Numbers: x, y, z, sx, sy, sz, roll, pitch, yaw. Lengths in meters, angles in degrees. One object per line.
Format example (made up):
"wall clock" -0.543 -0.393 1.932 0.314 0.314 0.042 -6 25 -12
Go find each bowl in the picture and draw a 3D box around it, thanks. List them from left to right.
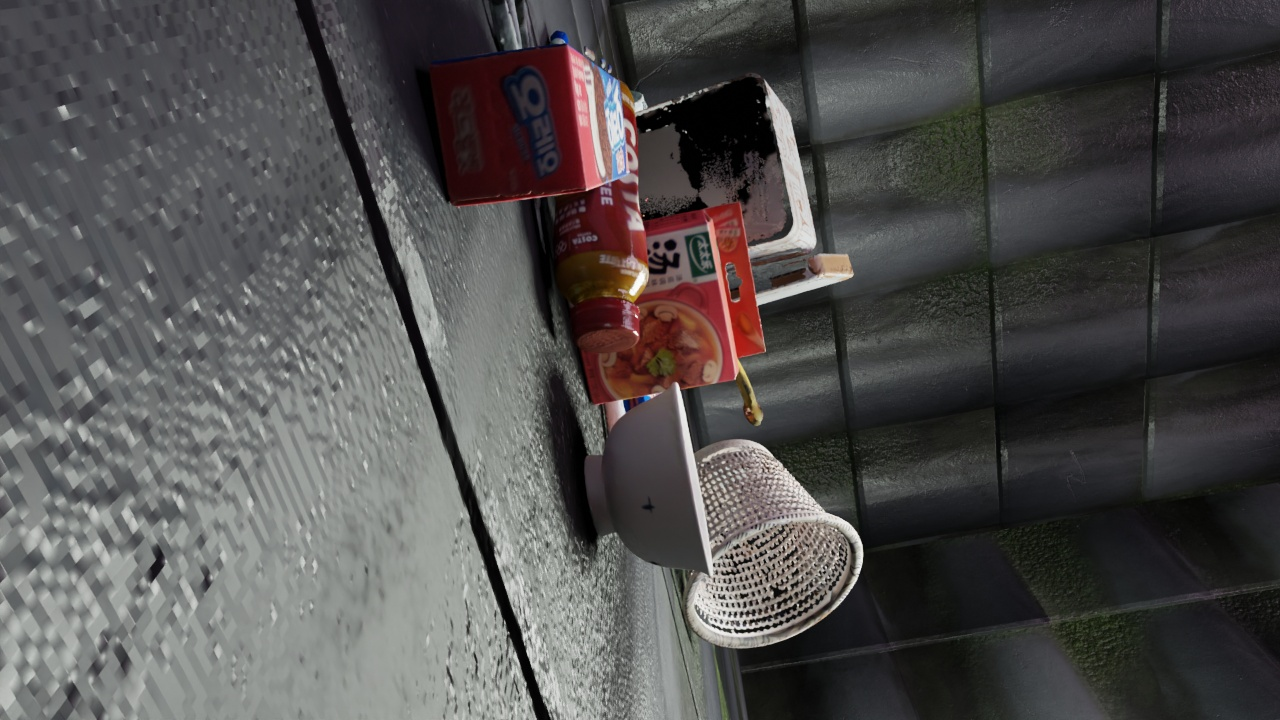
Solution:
"bowl" 0.002 0.076 0.557 0.118 0.065 0.118 -8 88 -86

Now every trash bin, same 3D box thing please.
"trash bin" 0.134 0.212 1.150 0.192 0.227 0.228 -115 -172 -51

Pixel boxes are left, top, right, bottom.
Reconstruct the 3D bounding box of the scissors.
"scissors" -0.071 -0.155 0.556 0.171 0.014 0.159 78 7 -47

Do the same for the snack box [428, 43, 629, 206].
"snack box" -0.042 -0.111 0.437 0.207 0.057 0.058 -75 158 -76

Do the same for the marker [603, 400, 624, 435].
"marker" -0.022 0.026 0.697 0.017 0.017 0.145 69 11 -67

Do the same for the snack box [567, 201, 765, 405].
"snack box" 0.017 -0.038 0.628 0.044 0.127 0.113 -87 165 -72

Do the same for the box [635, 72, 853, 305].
"box" 0.064 -0.115 0.766 0.192 0.183 0.157 3 76 -67

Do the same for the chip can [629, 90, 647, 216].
"chip can" -0.012 -0.145 0.890 0.071 0.071 0.215 -93 171 -60

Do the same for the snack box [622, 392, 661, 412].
"snack box" -0.005 0.005 0.840 0.084 0.026 0.157 -36 115 -76

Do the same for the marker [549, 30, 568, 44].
"marker" -0.070 -0.249 0.755 0.145 0.017 0.017 -94 172 -60

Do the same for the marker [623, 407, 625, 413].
"marker" -0.014 0.061 0.739 0.018 0.015 0.124 -66 143 -85

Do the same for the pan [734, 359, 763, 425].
"pan" 0.057 -0.076 1.021 0.198 0.078 0.357 23 -47 66

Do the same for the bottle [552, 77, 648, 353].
"bottle" -0.026 -0.091 0.568 0.057 0.057 0.174 69 15 -67
